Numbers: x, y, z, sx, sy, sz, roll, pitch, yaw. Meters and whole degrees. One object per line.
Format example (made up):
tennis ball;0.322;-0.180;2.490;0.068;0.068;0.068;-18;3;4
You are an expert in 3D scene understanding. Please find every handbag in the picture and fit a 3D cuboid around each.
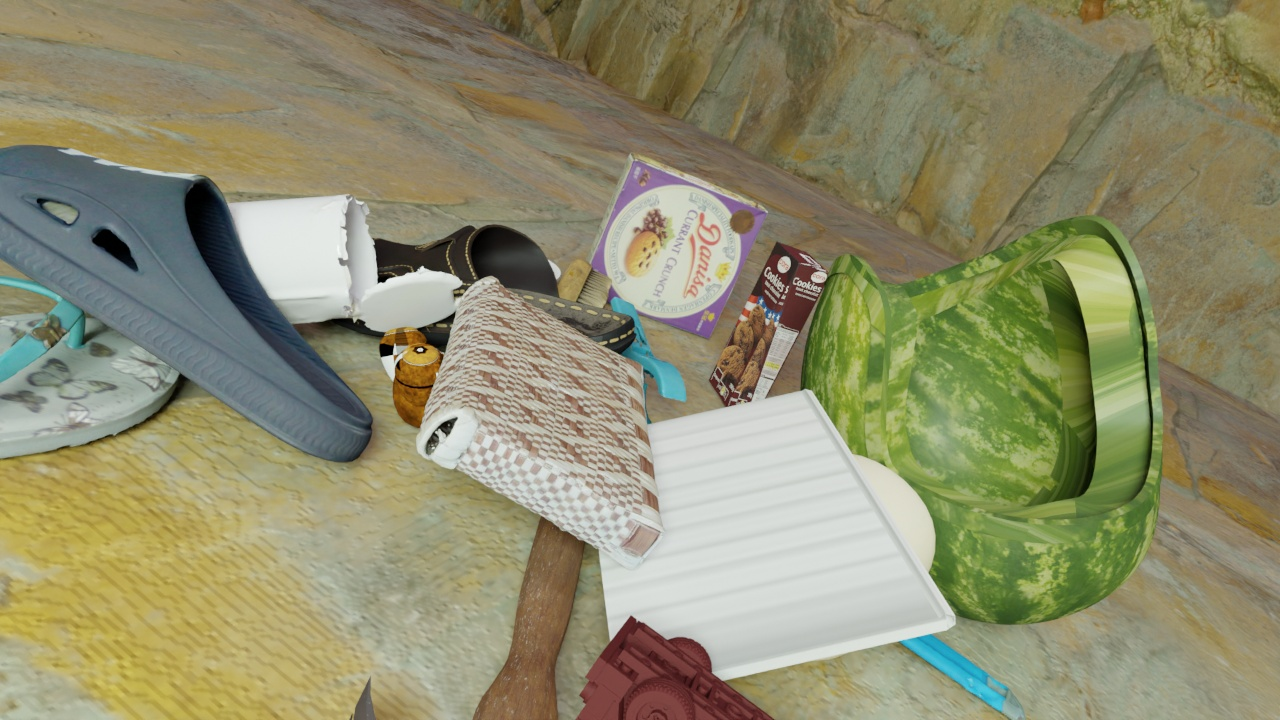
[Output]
handbag;-0.051;0.026;0.494;0.124;0.047;0.185;30;20;-16

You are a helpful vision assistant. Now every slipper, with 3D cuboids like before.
slipper;-0.308;0.005;0.384;0.098;0.055;0.268;34;24;18
slipper;-0.238;-0.052;0.470;0.268;0.083;0.111;37;-2;-5
slipper;-0.129;-0.056;0.642;0.268;0.076;0.112;13;20;17

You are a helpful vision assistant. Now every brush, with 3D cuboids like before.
brush;-0.058;-0.039;0.759;0.043;0.059;0.195;32;22;-8

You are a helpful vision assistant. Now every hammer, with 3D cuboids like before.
hammer;-0.047;0.116;0.431;0.115;0.033;0.322;26;19;-7

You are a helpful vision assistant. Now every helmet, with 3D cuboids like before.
helmet;0.218;0.046;0.609;0.213;0.247;0.243;-10;-10;-8

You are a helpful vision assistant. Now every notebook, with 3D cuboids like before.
notebook;0.048;0.079;0.470;0.142;0.009;0.209;-12;26;-1

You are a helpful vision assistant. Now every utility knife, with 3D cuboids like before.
utility knife;0.146;0.156;0.573;0.205;0.015;0.031;31;17;21

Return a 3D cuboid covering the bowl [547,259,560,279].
bowl;-0.124;-0.062;0.758;0.110;0.041;0.109;10;21;-4

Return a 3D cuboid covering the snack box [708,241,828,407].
snack box;0.109;-0.027;0.795;0.031;0.141;0.051;16;22;-22

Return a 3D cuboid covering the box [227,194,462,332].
box;-0.189;-0.057;0.563;0.166;0.083;0.092;-7;63;-1

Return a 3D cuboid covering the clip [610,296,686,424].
clip;-0.012;0.021;0.707;0.028;0.114;0.127;10;18;-32

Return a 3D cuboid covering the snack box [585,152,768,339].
snack box;0.031;-0.113;0.917;0.148;0.144;0.040;19;20;-14

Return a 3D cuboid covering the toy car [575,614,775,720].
toy car;0.047;0.169;0.331;0.170;0.062;0.070;34;6;10

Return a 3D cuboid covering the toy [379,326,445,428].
toy;-0.101;0.016;0.569;0.112;0.067;0.087;-2;16;-26

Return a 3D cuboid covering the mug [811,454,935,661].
mug;0.090;0.106;0.514;0.120;0.096;0.099;35;34;26
